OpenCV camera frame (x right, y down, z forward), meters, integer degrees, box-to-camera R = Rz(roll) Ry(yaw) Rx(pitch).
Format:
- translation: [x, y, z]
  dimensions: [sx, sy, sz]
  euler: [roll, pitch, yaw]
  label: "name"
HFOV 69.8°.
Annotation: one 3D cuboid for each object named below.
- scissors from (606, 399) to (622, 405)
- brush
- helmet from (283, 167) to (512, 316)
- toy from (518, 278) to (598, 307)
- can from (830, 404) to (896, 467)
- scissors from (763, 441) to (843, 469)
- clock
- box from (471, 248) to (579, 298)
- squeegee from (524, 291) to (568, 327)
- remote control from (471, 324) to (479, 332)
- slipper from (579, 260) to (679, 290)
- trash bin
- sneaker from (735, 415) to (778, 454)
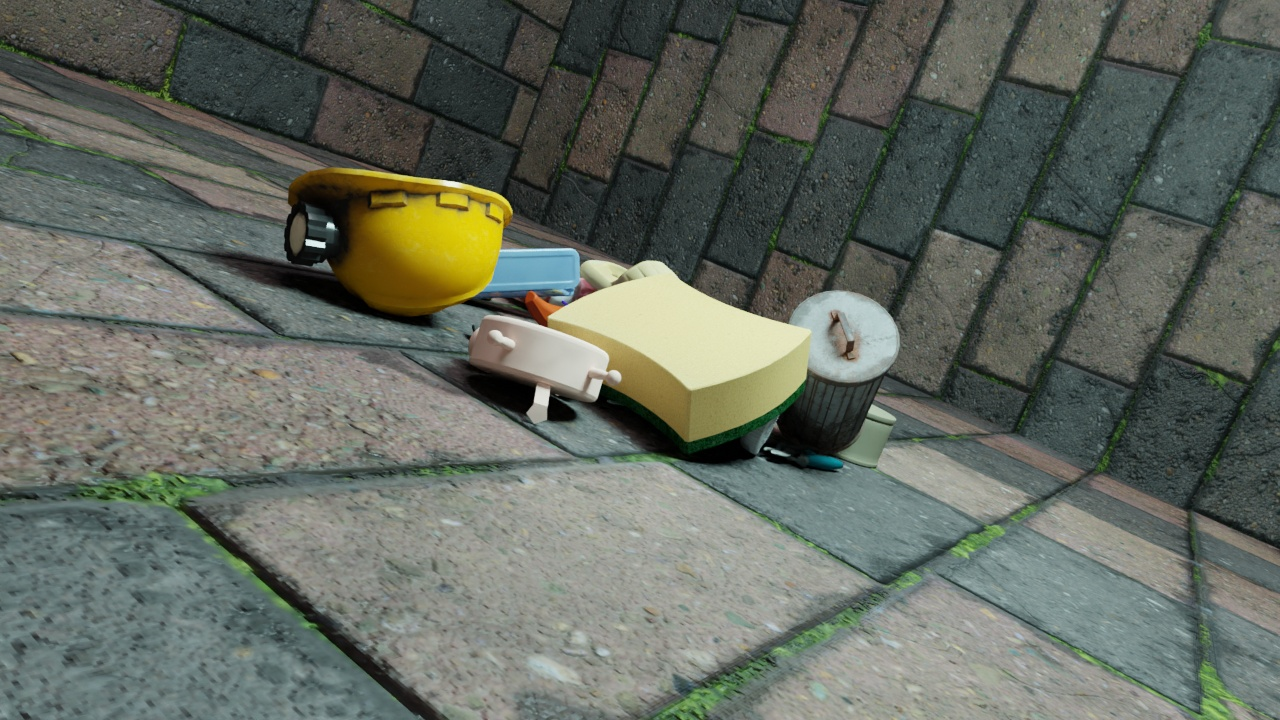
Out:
- translation: [0.018, 0.058, 1.058]
  dimensions: [0.138, 0.015, 0.119]
  euler: [28, 9, 4]
  label: "scissors"
- translation: [0.041, -0.007, 1.020]
  dimensions: [0.194, 0.075, 0.250]
  euler: [-24, 37, -38]
  label: "brush"
- translation: [-0.266, -0.117, 1.040]
  dimensions: [0.255, 0.131, 0.206]
  euler: [6, -13, -42]
  label: "helmet"
- translation: [-0.119, -0.112, 1.505]
  dimensions: [0.213, 0.084, 0.142]
  euler: [15, -1, -28]
  label: "toy"
- translation: [0.291, 0.092, 1.308]
  dimensions: [0.128, 0.073, 0.127]
  euler: [21, 9, -4]
  label: "can"
- translation: [0.201, 0.118, 1.119]
  dimensions: [0.149, 0.019, 0.131]
  euler: [22, 8, -5]
  label: "scissors"
- translation: [-0.103, 0.009, 0.905]
  dimensions: [0.131, 0.086, 0.160]
  euler: [19, 0, -17]
  label: "clock"
- translation: [-0.195, -0.126, 1.335]
  dimensions: [0.210, 0.072, 0.079]
  euler: [-5, 8, -30]
  label: "box"
- translation: [-0.098, -0.049, 1.276]
  dimensions: [0.249, 0.055, 0.184]
  euler: [40, 3, 40]
  label: "squeegee"
- translation: [-0.135, -0.013, 1.110]
  dimensions: [0.146, 0.015, 0.033]
  euler: [18, 10, -21]
  label: "remote control"
- translation: [0.011, -0.116, 1.394]
  dimensions: [0.111, 0.079, 0.261]
  euler: [3, 22, -47]
  label: "slipper"
- translation: [0.238, 0.016, 1.144]
  dimensions: [0.131, 0.130, 0.211]
  euler: [24, -28, 16]
  label: "trash bin"
- translation: [0.120, 0.050, 1.120]
  dimensions: [0.087, 0.089, 0.235]
  euler: [25, 3, 0]
  label: "sneaker"
